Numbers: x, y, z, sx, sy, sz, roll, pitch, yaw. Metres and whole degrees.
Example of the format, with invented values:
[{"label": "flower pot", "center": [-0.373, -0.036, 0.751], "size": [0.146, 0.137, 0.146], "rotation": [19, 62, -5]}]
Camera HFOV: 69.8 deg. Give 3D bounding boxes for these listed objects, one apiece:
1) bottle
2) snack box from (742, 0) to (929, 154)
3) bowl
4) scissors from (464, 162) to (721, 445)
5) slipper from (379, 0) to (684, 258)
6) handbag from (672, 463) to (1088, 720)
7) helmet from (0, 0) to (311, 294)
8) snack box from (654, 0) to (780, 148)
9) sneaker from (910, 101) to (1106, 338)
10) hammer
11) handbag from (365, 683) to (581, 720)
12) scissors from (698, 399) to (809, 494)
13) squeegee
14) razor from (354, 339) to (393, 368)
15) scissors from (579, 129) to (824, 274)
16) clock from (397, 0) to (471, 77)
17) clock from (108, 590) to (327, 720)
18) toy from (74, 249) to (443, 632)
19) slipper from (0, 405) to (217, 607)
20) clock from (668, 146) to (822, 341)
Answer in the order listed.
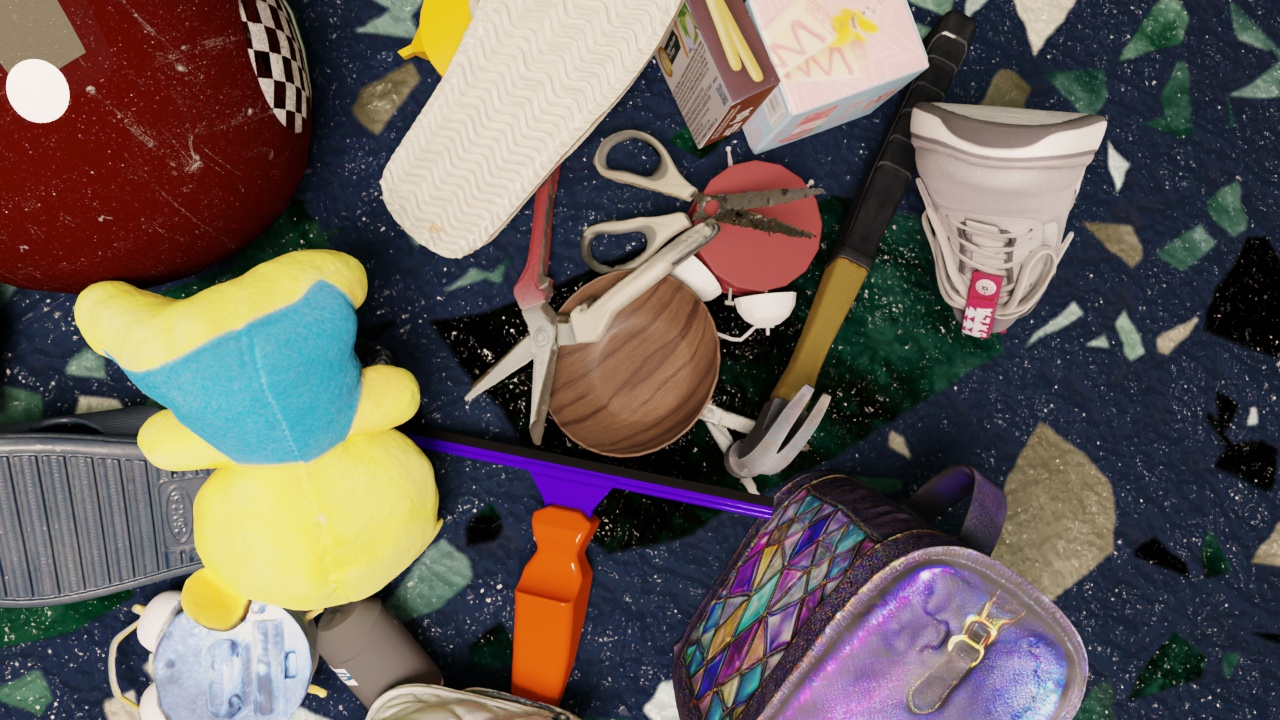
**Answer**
[{"label": "bottle", "center": [-0.152, 0.192, 0.560], "size": [0.047, 0.047, 0.112], "rotation": [-33, 115, -7]}, {"label": "snack box", "center": [0.112, -0.194, 0.587], "size": [0.094, 0.093, 0.079], "rotation": [-20, 91, -7]}, {"label": "bowl", "center": [-0.004, 0.003, 0.584], "size": [0.119, 0.032, 0.119], "rotation": [-4, 77, 19]}, {"label": "scissors", "center": [-0.035, -0.048, 0.578], "size": [0.180, 0.015, 0.199], "rotation": [-7, 78, 21]}, {"label": "slipper", "center": [-0.064, -0.177, 0.549], "size": [0.115, 0.052, 0.263], "rotation": [39, 113, -2]}, {"label": "handbag", "center": [0.131, 0.155, 0.529], "size": [0.125, 0.205, 0.222], "rotation": [37, 90, -5]}, {"label": "helmet", "center": [-0.284, -0.157, 0.488], "size": [0.233, 0.253, 0.234], "rotation": [-20, 99, 2]}, {"label": "snack box", "center": [0.020, -0.236, 0.572], "size": [0.031, 0.101, 0.186], "rotation": [-26, 92, -8]}, {"label": "sneaker", "center": [0.207, -0.077, 0.535], "size": [0.097, 0.262, 0.129], "rotation": [11, 96, 25]}, {"label": "hammer", "center": [0.140, -0.080, 0.580], "size": [0.025, 0.118, 0.332], "rotation": [27, 77, -3]}, {"label": "handbag", "center": [-0.116, 0.286, 0.537], "size": [0.138, 0.072, 0.195], "rotation": [18, 101, -13]}, {"label": "scissors", "center": [0.042, 0.018, 0.613], "size": [0.141, 0.014, 0.165], "rotation": [-1, 88, -5]}, {"label": "squeegee", "center": [-0.055, 0.151, 0.576], "size": [0.250, 0.055, 0.184], "rotation": [10, 89, 12]}, {"label": "razor", "center": [-0.222, 0.010, 0.553], "size": [0.140, 0.064, 0.053], "rotation": [4, 87, -8]}, {"label": "scissors", "center": [0.028, -0.103, 0.575], "size": [0.164, 0.012, 0.153], "rotation": [-32, 70, 23]}, {"label": "clock", "center": [-0.087, -0.221, 0.590], "size": [0.129, 0.043, 0.099], "rotation": [-45, 94, 1]}, {"label": "clock", "center": [-0.255, 0.180, 0.551], "size": [0.125, 0.052, 0.089], "rotation": [-1, 89, -7]}, {"label": "toy", "center": [-0.186, 0.051, 0.486], "size": [0.148, 0.084, 0.214], "rotation": [-15, 117, -14]}, {"label": "slipper", "center": [-0.289, 0.076, 0.541], "size": [0.263, 0.082, 0.101], "rotation": [-2, 108, -26]}, {"label": "clock", "center": [0.069, -0.075, 0.603], "size": [0.087, 0.044, 0.124], "rotation": [20, 86, -6]}]
